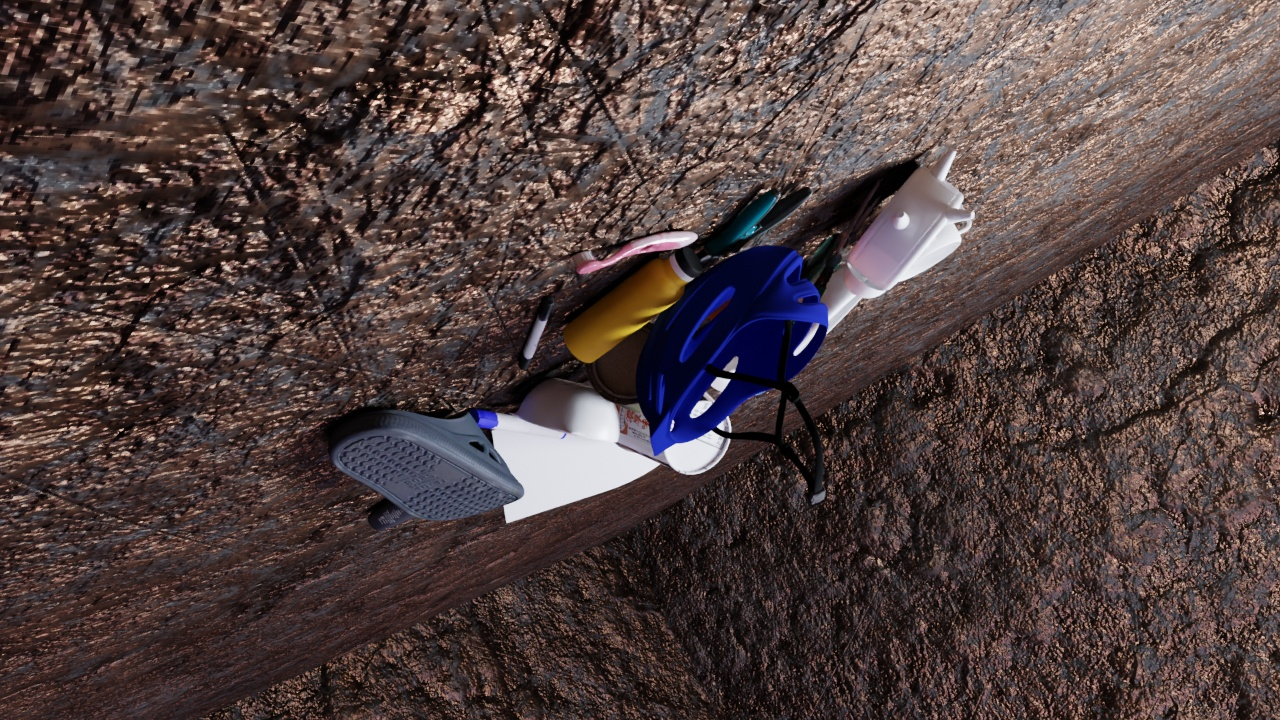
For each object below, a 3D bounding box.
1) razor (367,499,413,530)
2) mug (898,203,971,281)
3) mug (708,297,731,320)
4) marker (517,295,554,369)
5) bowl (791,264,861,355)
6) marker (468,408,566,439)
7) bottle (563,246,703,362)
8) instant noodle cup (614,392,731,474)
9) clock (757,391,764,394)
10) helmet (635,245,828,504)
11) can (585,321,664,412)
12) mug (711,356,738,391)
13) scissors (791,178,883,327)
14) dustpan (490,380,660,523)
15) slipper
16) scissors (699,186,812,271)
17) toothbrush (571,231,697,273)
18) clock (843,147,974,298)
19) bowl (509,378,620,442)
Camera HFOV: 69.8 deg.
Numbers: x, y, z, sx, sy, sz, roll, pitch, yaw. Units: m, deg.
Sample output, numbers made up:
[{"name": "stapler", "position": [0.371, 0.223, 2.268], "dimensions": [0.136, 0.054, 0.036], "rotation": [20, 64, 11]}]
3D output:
[{"name": "razor", "position": [-0.283, 0.176, 1.157], "dimensions": [0.143, 0.047, 0.052], "rotation": [-28, -168, 11]}, {"name": "mug", "position": [0.334, -0.151, 1.092], "dimensions": [0.115, 0.068, 0.094], "rotation": [-29, 167, 5]}, {"name": "mug", "position": [0.118, -0.040, 0.985], "dimensions": [0.078, 0.112, 0.096], "rotation": [-1, 175, 17]}, {"name": "marker", "position": [-0.096, -0.022, 0.834], "dimensions": [0.011, 0.011, 0.152], "rotation": [-22, 166, -23]}, {"name": "bowl", "position": [0.207, -0.061, 1.146], "dimensions": [0.176, 0.066, 0.177], "rotation": [-42, 170, -10]}, {"name": "marker", "position": [-0.134, 0.072, 1.023], "dimensions": [0.020, 0.020, 0.141], "rotation": [-35, 152, 27]}, {"name": "bottle", "position": [-0.006, -0.052, 0.830], "dimensions": [0.144, 0.043, 0.043], "rotation": [-35, 166, 28]}, {"name": "instant noodle cup", "position": [0.036, 0.069, 1.057], "dimensions": [0.123, 0.124, 0.122], "rotation": [-24, -155, -19]}, {"name": "clock", "position": [0.165, -0.005, 1.272], "dimensions": [0.125, 0.089, 0.052], "rotation": [-18, 157, -35]}, {"name": "helmet", "position": [0.113, 0.014, 0.836], "dimensions": [0.241, 0.228, 0.148], "rotation": [-42, 155, -15]}, {"name": "can", "position": [-0.006, 0.005, 0.950], "dimensions": [0.090, 0.090, 0.074], "rotation": [-29, 167, 6]}, {"name": "mug", "position": [0.098, 0.001, 1.171], "dimensions": [0.114, 0.081, 0.087], "rotation": [-29, 162, 3]}, {"name": "scissors", "position": [0.215, -0.127, 1.003], "dimensions": [0.210, 0.015, 0.137], "rotation": [-62, -177, 35]}, {"name": "dustpan", "position": [-0.062, 0.093, 1.169], "dimensions": [0.257, 0.053, 0.192], "rotation": [-16, 140, -15]}, {"name": "slipper", "position": [-0.214, 0.092, 0.918], "dimensions": [0.111, 0.083, 0.268], "rotation": [-22, 151, 12]}, {"name": "scissors", "position": [0.095, -0.119, 0.838], "dimensions": [0.126, 0.019, 0.155], "rotation": [-25, 168, -6]}, {"name": "toothbrush", "position": [-0.002, -0.092, 0.752], "dimensions": [0.134, 0.016, 0.022], "rotation": [-20, 166, -39]}, {"name": "clock", "position": [0.281, -0.131, 0.959], "dimensions": [0.125, 0.073, 0.161], "rotation": [-48, 172, -23]}, {"name": "bowl", "position": [-0.073, 0.050, 1.003], "dimensions": [0.114, 0.050, 0.114], "rotation": [14, 180, 0]}]
